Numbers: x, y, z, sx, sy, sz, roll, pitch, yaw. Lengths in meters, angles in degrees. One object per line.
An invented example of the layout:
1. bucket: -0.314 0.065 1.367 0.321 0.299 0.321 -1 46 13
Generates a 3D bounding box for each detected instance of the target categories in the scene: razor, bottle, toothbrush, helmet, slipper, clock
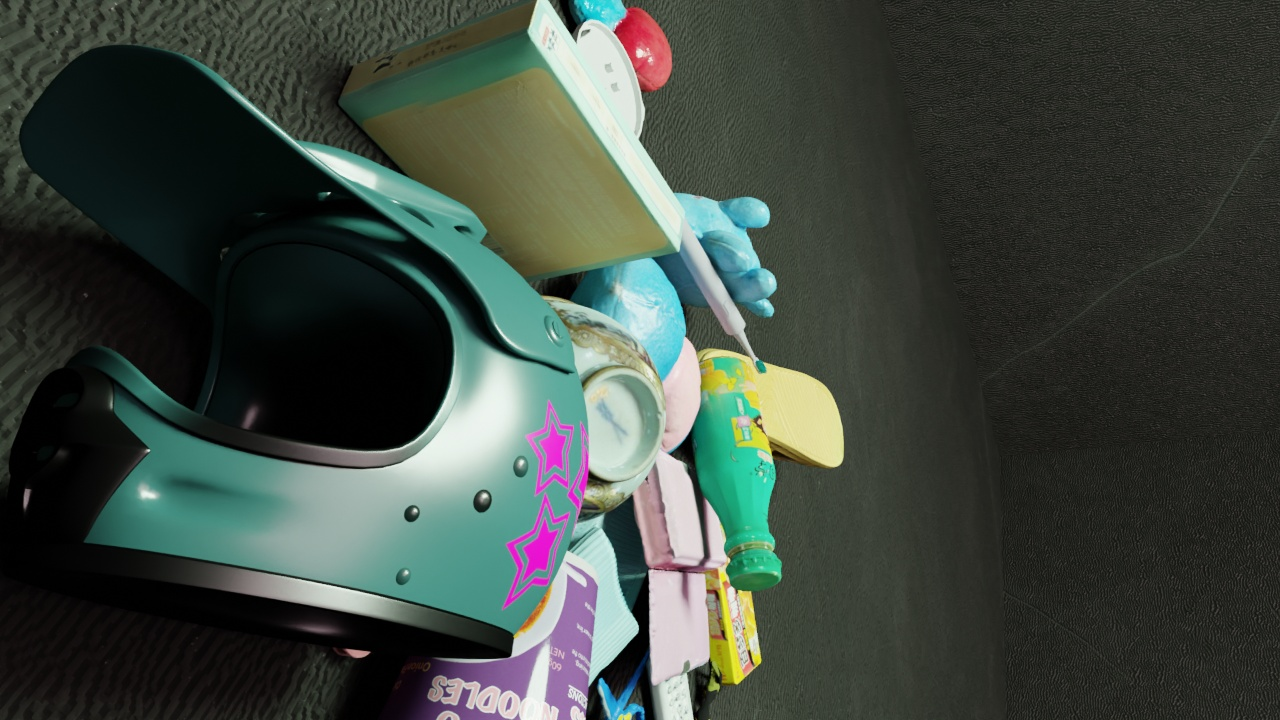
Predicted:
1. razor: 0.056 0.350 0.833 0.044 0.021 0.143 85 14 -53
2. bottle: 0.083 0.096 0.800 0.068 0.068 0.209 48 28 -47
3. toothbrush: 0.070 -0.051 0.802 0.018 0.019 0.188 -57 131 -28
4. helmet: -0.133 0.012 0.399 0.274 0.177 0.200 40 50 -52
5. slipper: 0.130 0.054 1.017 0.263 0.079 0.099 21 68 -40
6. clock: -0.034 -0.217 0.794 0.159 0.061 0.119 52 38 -40
7. slipper: -0.035 0.170 0.665 0.275 0.070 0.116 -46 125 -59

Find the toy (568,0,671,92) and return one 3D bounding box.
1. toy: -0.020 -0.305 0.861 0.133 0.062 0.092 36 31 -31

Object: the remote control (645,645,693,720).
1. remote control: 0.026 0.306 0.787 0.050 0.022 0.133 -4 85 -64

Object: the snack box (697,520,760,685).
1. snack box: 0.088 0.241 0.926 0.075 0.025 0.152 -2 83 -63

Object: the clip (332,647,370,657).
1. clip: -0.139 0.141 0.505 0.059 0.045 0.023 -57 129 -72

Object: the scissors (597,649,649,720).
1. scissors: -0.021 0.272 0.693 0.126 0.013 0.125 -58 148 -37

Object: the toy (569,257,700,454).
1. toy: -0.004 0.004 0.756 0.191 0.099 0.223 60 35 -52

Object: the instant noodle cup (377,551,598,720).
1. instant noodle cup: -0.079 0.165 0.504 0.137 0.122 0.121 61 36 -51

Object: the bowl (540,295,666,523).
1. bowl: -0.041 0.037 0.597 0.159 0.094 0.160 -2 93 -38

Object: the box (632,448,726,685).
1. box: 0.039 0.173 0.775 0.232 0.040 0.179 42 41 -72

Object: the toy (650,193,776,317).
1. toy: 0.070 -0.106 0.851 0.183 0.181 0.114 41 82 -25

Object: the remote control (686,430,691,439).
1. remote control: 0.064 0.054 0.897 0.133 0.013 0.058 36 61 -30

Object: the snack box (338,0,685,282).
1. snack box: -0.075 -0.128 0.596 0.193 0.142 0.044 49 41 -46
